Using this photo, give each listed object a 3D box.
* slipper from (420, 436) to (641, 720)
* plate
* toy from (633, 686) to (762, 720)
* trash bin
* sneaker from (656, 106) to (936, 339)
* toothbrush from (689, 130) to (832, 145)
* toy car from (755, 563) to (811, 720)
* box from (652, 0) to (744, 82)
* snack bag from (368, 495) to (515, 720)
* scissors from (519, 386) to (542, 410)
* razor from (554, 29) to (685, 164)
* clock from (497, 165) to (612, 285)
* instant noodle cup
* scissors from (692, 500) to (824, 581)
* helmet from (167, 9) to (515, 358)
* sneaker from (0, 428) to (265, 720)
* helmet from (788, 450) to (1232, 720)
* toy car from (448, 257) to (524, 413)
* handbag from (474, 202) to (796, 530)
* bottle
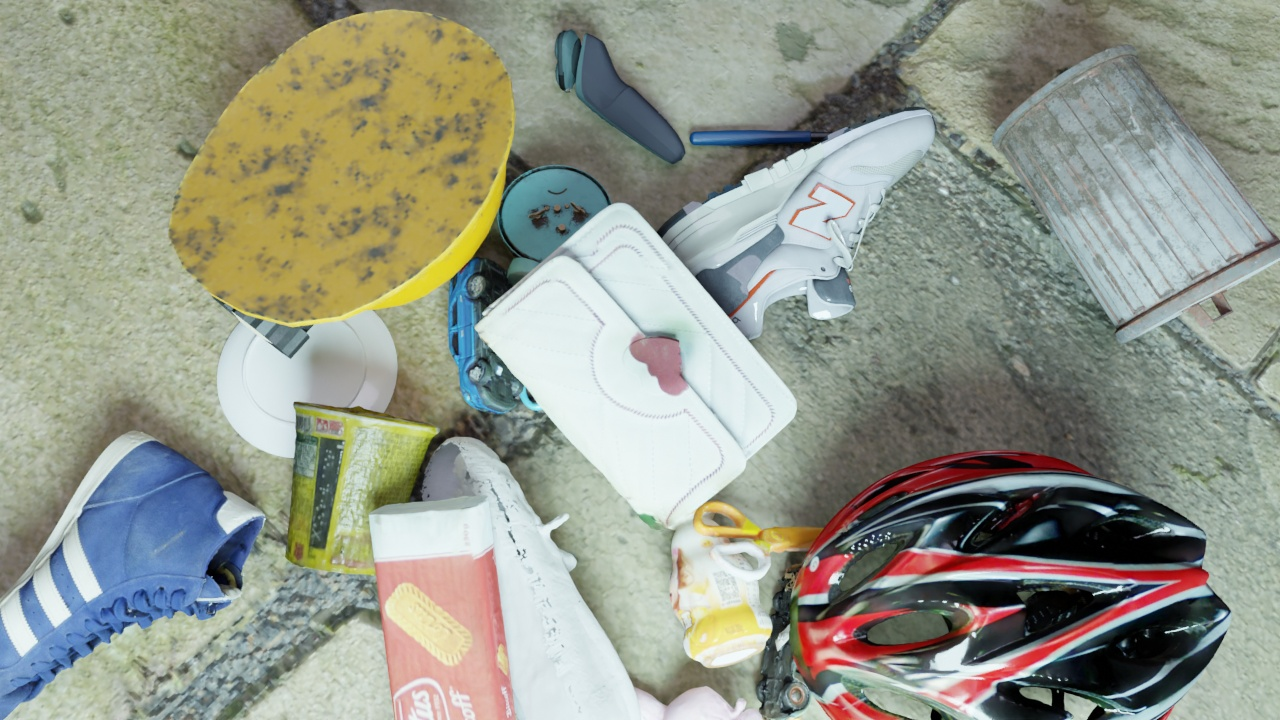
[{"bbox_3d":[-0.077,0.160,0.630,0.112,0.074,0.246,-40,70,23],"label":"slipper"},{"bbox_3d":[-0.254,0.007,0.697,0.134,0.011,0.134,1,74,-3],"label":"plate"},{"bbox_3d":[0.031,0.255,0.627,0.110,0.047,0.063,-2,83,14],"label":"toy"},{"bbox_3d":[0.387,-0.121,0.715,0.130,0.131,0.211,-25,75,-10],"label":"trash bin"},{"bbox_3d":[0.141,-0.096,0.721,0.240,0.089,0.124,-24,81,-1],"label":"sneaker"},{"bbox_3d":[0.125,-0.189,0.775,0.168,0.014,0.014,-1,108,-1],"label":"toothbrush"},{"bbox_3d":[0.117,0.202,0.646,0.047,0.047,0.111,20,69,-14],"label":"toy car"},{"bbox_3d":[0.053,-0.496,0.969,0.172,0.404,0.168,32,74,5],"label":"box"},{"bbox_3d":[-0.124,0.203,0.594,0.077,0.041,0.225,-6,90,11],"label":"snack bag"},{"bbox_3d":[-0.037,-0.014,0.718,0.135,0.015,0.135,20,76,3],"label":"scissors"},{"bbox_3d":[-0.017,-0.217,0.763,0.143,0.047,0.052,42,100,6],"label":"razor"},{"bbox_3d":[-0.062,-0.091,0.712,0.090,0.053,0.124,-9,70,-5],"label":"clock"},{"bbox_3d":[-0.199,0.088,0.638,0.102,0.102,0.108,11,86,-1],"label":"instant noodle cup"},{"bbox_3d":[0.097,0.131,0.651,0.130,0.013,0.070,10,37,-29],"label":"scissors"},{"bbox_3d":[-0.194,-0.116,0.673,0.205,0.131,0.255,33,75,16],"label":"helmet"},{"bbox_3d":[-0.346,0.174,0.608,0.118,0.092,0.232,25,66,1],"label":"sneaker"},{"bbox_3d":[0.235,0.164,0.599,0.272,0.167,0.217,-8,72,-9],"label":"helmet"},{"bbox_3d":[-0.118,-0.017,0.693,0.044,0.056,0.120,-16,68,23],"label":"toy car"},{"bbox_3d":[-0.004,0.004,0.643,0.142,0.096,0.198,-43,100,-3],"label":"handbag"},{"bbox_3d":[0.050,0.157,0.648,0.063,0.063,0.108,-13,60,-7],"label":"bottle"}]
